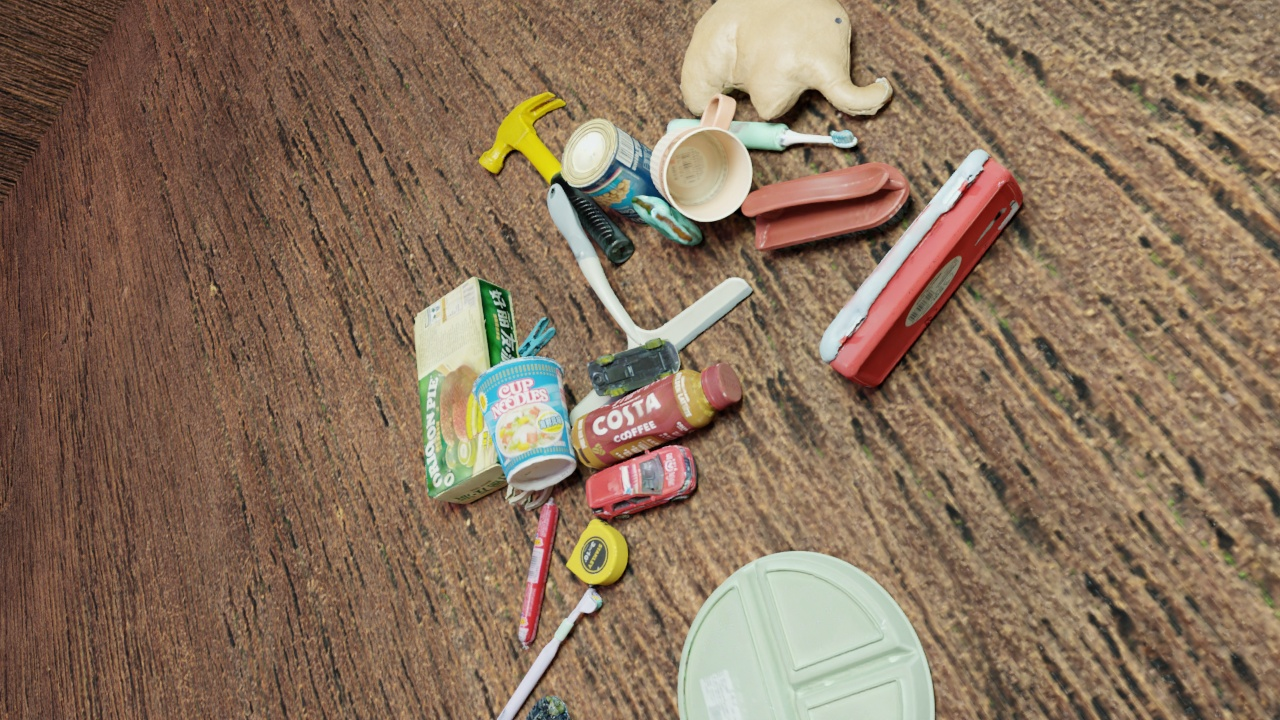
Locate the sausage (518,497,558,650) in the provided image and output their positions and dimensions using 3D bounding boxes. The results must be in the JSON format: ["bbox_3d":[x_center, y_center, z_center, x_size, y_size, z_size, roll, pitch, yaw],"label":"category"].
[{"bbox_3d":[-0.105,0.219,0.947,0.020,0.020,0.155,1,76,40],"label":"sausage"}]

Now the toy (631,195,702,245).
[{"bbox_3d":[0.029,-0.135,0.905,0.096,0.091,0.030,45,106,36],"label":"toy"}]

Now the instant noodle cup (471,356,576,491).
[{"bbox_3d":[-0.111,0.068,0.929,0.099,0.099,0.109,-35,58,26],"label":"instant noodle cup"}]

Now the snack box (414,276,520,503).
[{"bbox_3d":[-0.195,0.033,1.053,0.115,0.063,0.239,-29,59,30],"label":"snack box"}]

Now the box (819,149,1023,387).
[{"bbox_3d":[0.212,-0.077,0.733,0.068,0.090,0.201,44,105,31],"label":"box"}]

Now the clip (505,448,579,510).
[{"bbox_3d":[-0.105,0.113,0.973,0.064,0.034,0.098,38,96,42],"label":"clip"}]

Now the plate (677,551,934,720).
[{"bbox_3d":[0.121,0.269,0.737,0.231,0.027,0.229,-15,66,36],"label":"plate"}]

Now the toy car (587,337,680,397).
[{"bbox_3d":[-0.005,0.005,0.904,0.090,0.035,0.042,-17,101,10],"label":"toy car"}]

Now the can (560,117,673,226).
[{"bbox_3d":[-0.020,-0.194,0.951,0.075,0.111,0.075,-14,67,36],"label":"can"}]

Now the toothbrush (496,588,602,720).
[{"bbox_3d":[-0.096,0.304,0.912,0.189,0.021,0.029,-56,11,13],"label":"toothbrush"}]

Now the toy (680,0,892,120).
[{"bbox_3d":[0.140,-0.295,0.880,0.226,0.082,0.143,19,92,39],"label":"toy"}]

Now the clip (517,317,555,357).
[{"bbox_3d":[-0.118,-0.022,1.041,0.056,0.014,0.041,-51,50,16],"label":"clip"}]

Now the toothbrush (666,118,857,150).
[{"bbox_3d":[0.115,-0.221,0.904,0.225,0.027,0.026,17,75,42],"label":"toothbrush"}]

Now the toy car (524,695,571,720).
[{"bbox_3d":[-0.073,0.367,0.862,0.049,0.031,0.105,-50,49,16],"label":"toy car"}]

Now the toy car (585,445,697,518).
[{"bbox_3d":[-0.001,0.118,0.878,0.121,0.045,0.052,-24,63,30],"label":"toy car"}]

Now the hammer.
[{"bbox_3d":[-0.092,-0.210,1.070,0.129,0.032,0.300,-51,50,17],"label":"hammer"}]

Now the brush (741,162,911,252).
[{"bbox_3d":[0.164,-0.138,0.808,0.146,0.069,0.063,-6,72,38],"label":"brush"}]

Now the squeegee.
[{"bbox_3d":[-0.045,-0.094,0.950,0.247,0.039,0.246,-39,67,24],"label":"squeegee"}]

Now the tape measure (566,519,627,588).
[{"bbox_3d":[-0.038,0.190,0.893,0.057,0.029,0.060,30,96,42],"label":"tape measure"}]

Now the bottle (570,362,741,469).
[{"bbox_3d":[0.014,0.051,0.877,0.175,0.057,0.057,-26,60,31],"label":"bottle"}]

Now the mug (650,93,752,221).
[{"bbox_3d":[0.059,-0.196,0.875,0.106,0.081,0.115,-115,42,-72],"label":"mug"}]
